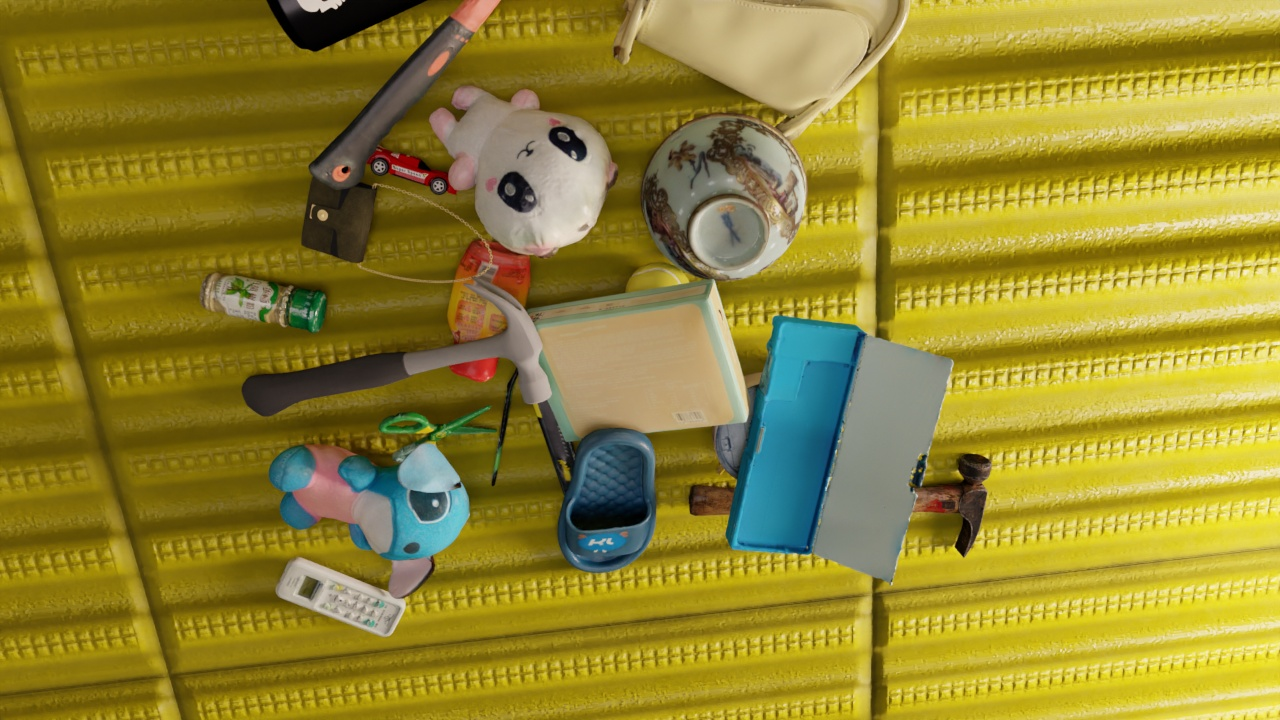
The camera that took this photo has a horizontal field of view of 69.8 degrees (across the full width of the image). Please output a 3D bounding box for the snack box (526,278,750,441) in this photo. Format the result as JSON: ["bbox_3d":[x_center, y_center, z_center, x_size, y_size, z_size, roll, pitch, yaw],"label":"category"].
[{"bbox_3d":[-0.005,0.005,0.882,0.194,0.044,0.141,-8,122,21],"label":"snack box"}]

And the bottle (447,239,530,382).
[{"bbox_3d":[-0.151,-0.046,0.894,0.071,0.048,0.134,14,107,-8],"label":"bottle"}]

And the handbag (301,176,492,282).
[{"bbox_3d":[-0.225,-0.116,0.853,0.178,0.027,0.084,18,107,4],"label":"handbag"}]

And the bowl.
[{"bbox_3d":[0.078,-0.136,0.843,0.160,0.093,0.160,1,123,1],"label":"bowl"}]

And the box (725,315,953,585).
[{"bbox_3d":[0.190,0.086,0.905,0.175,0.059,0.244,12,108,7],"label":"box"}]

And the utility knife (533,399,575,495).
[{"bbox_3d":[-0.086,0.082,0.961,0.029,0.020,0.175,-16,110,2],"label":"utility knife"}]

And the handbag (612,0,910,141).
[{"bbox_3d":[0.109,-0.309,0.812,0.232,0.088,0.191,22,108,-12],"label":"handbag"}]

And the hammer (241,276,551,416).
[{"bbox_3d":[-0.244,0.004,0.881,0.311,0.029,0.125,-11,108,13],"label":"hammer"}]

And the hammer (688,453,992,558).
[{"bbox_3d":[0.217,0.162,1.010,0.330,0.033,0.120,1,110,-5],"label":"hammer"}]

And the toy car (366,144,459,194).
[{"bbox_3d":[-0.211,-0.176,0.850,0.089,0.038,0.025,17,103,-11],"label":"toy car"}]

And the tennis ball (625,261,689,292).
[{"bbox_3d":[0.017,-0.064,0.896,0.065,0.065,0.065,-2,109,-5],"label":"tennis ball"}]

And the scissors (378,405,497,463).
[{"bbox_3d":[-0.206,0.076,0.932,0.126,0.011,0.123,4,143,-32],"label":"scissors"}]

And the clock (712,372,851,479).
[{"bbox_3d":[0.148,0.064,0.955,0.158,0.058,0.117,-14,110,-1],"label":"clock"}]

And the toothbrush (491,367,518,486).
[{"bbox_3d":[-0.138,0.045,0.946,0.017,0.014,0.188,15,107,3],"label":"toothbrush"}]

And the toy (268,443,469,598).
[{"bbox_3d":[-0.271,0.150,0.927,0.191,0.098,0.225,15,136,-6],"label":"toy"}]

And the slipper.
[{"bbox_3d":[-0.030,0.154,0.946,0.103,0.059,0.214,4,130,-8],"label":"slipper"}]

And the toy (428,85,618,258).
[{"bbox_3d":[-0.109,-0.179,0.833,0.179,0.101,0.138,41,79,1],"label":"toy"}]

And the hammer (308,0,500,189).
[{"bbox_3d":[-0.162,-0.274,0.781,0.333,0.033,0.133,-47,146,8],"label":"hammer"}]

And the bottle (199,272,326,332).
[{"bbox_3d":[-0.359,-0.057,0.877,0.110,0.042,0.043,12,107,-8],"label":"bottle"}]

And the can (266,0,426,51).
[{"bbox_3d":[-0.238,-0.326,0.775,0.146,0.080,0.080,-24,109,3],"label":"can"}]

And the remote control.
[{"bbox_3d":[-0.323,0.255,0.994,0.133,0.022,0.050,26,105,-13],"label":"remote control"}]
